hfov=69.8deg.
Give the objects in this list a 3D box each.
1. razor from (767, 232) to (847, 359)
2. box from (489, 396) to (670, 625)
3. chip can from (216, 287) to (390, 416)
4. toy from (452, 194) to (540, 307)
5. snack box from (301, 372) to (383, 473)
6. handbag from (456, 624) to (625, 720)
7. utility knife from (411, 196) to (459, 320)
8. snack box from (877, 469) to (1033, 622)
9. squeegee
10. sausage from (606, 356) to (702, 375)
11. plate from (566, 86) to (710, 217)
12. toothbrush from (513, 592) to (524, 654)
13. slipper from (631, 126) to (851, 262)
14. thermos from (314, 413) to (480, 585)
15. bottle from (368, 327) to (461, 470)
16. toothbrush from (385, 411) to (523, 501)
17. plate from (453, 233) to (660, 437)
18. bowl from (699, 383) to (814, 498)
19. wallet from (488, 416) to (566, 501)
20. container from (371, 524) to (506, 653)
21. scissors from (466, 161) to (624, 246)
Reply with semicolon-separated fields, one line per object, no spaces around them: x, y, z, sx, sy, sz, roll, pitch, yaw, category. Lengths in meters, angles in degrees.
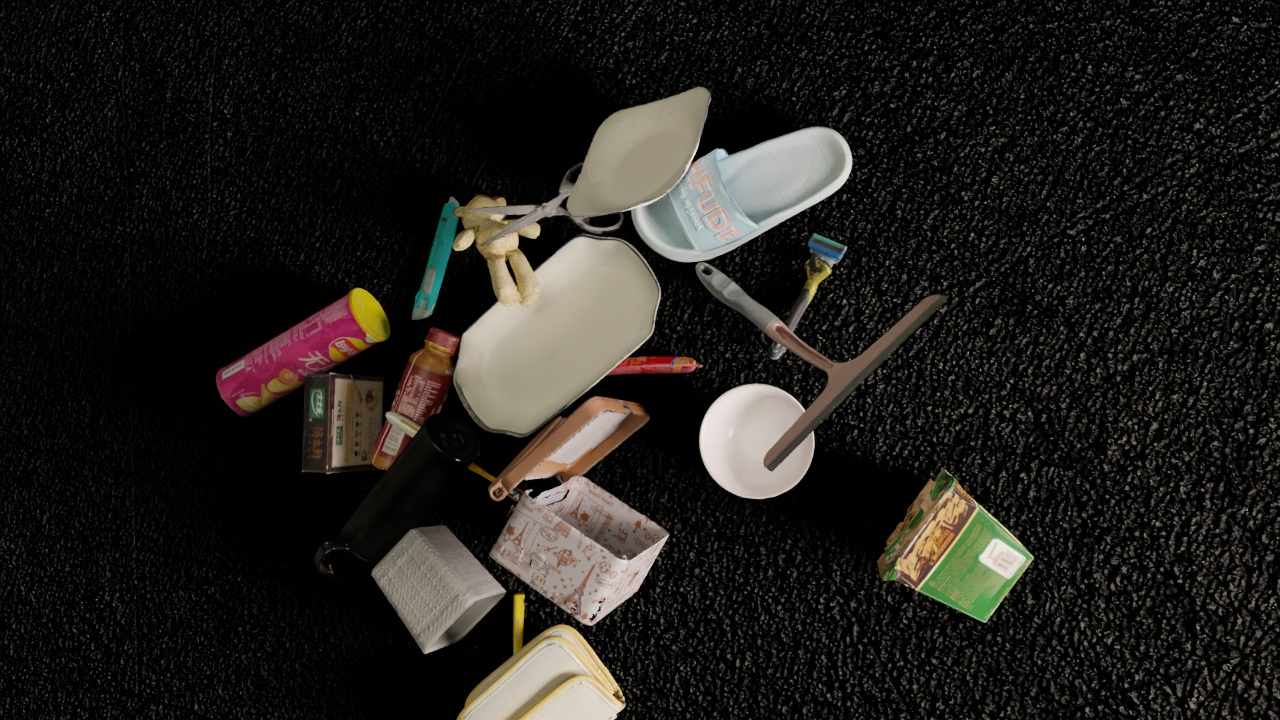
0.175;-0.064;0.990;0.043;0.022;0.143;28;94;32;razor
-0.039;0.135;0.956;0.156;0.183;0.193;33;98;14;box
-0.412;-0.009;1.121;0.211;0.071;0.071;-28;79;12;chip can
-0.162;-0.126;1.053;0.105;0.066;0.157;-17;60;-19;toy
-0.348;0.072;1.068;0.053;0.125;0.113;-1;86;17;snack box
-0.094;0.405;1.005;0.163;0.063;0.178;-40;86;3;handbag
-0.247;-0.122;1.113;0.029;0.013;0.157;16;90;14;utility knife
0.309;0.185;0.892;0.105;0.117;0.118;33;98;10;snack box
0.144;-0.035;0.964;0.247;0.040;0.249;-43;53;-7;squeegee
-0.006;0.006;1.037;0.156;0.020;0.020;-2;85;15;sausage
0.003;-0.220;1.008;0.165;0.034;0.163;-4;55;38;plate
-0.136;0.363;1.049;0.017;0.015;0.190;-2;86;10;toothbrush
0.108;-0.183;0.991;0.246;0.074;0.104;-21;82;12;slipper
-0.281;0.164;1.032;0.243;0.089;0.068;-48;69;24;thermos
-0.262;0.048;1.082;0.057;0.057;0.175;24;92;15;bottle
-0.210;0.112;1.052;0.191;0.018;0.016;33;83;-7;toothbrush
-0.093;-0.026;1.042;0.266;0.034;0.162;-40;66;7;plate
0.126;0.085;0.971;0.118;0.064;0.118;-1;87;15;bowl
-0.125;0.107;1.007;0.020;0.101;0.115;41;78;-4;wallet
-0.232;0.255;1.046;0.090;0.090;0.114;-46;73;7;container
-0.100;-0.173;1.038;0.175;0.014;0.159;23;65;5;scissors
